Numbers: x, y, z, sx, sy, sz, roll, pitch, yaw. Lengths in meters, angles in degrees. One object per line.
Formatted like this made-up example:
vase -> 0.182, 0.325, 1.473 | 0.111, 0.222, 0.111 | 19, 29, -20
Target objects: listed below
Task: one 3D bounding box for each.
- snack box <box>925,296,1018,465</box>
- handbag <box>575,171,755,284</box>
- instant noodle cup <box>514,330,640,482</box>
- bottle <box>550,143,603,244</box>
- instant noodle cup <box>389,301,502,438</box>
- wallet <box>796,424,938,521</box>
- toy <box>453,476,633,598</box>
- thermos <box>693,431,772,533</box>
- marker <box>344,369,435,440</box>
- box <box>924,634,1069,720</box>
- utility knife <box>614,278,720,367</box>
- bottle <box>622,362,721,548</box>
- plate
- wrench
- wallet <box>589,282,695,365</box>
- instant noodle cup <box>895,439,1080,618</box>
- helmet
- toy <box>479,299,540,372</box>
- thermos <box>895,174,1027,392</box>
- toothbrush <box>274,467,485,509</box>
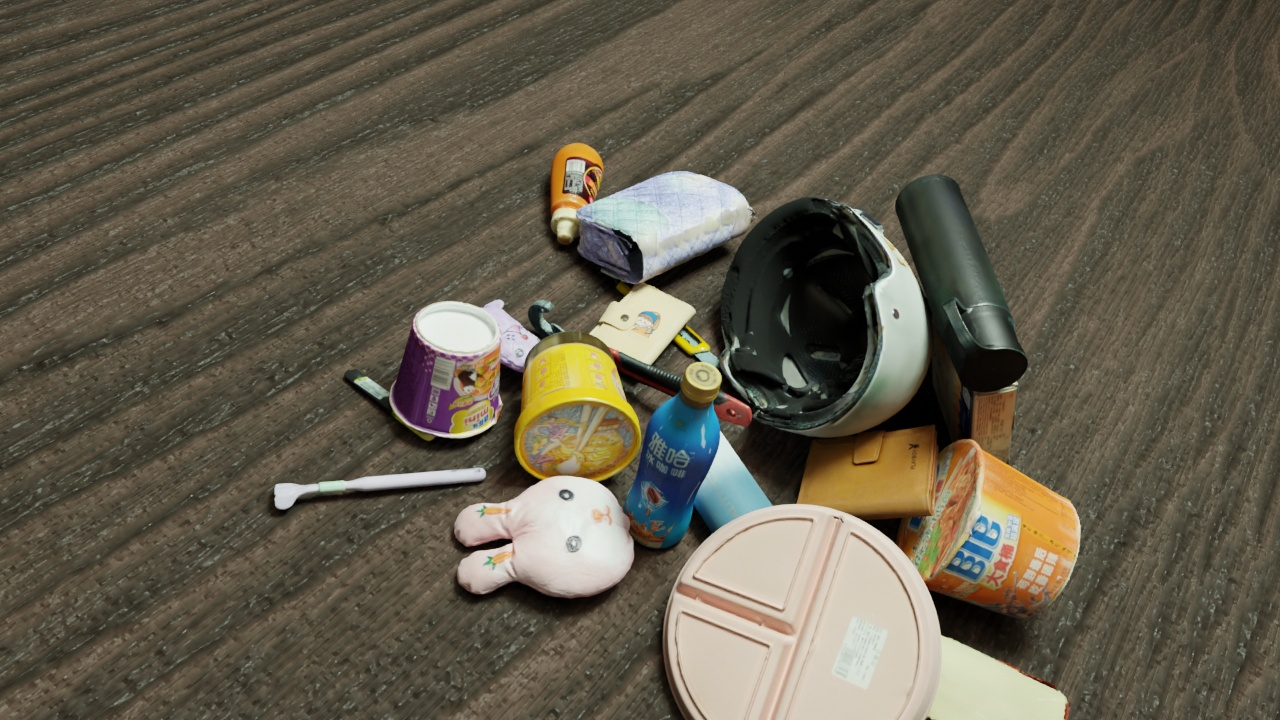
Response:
snack box -> 0.340, 0.018, 0.959 | 0.046, 0.178, 0.182 | -10, 48, 9
handbag -> 0.026, -0.163, 1.113 | 0.193, 0.076, 0.134 | -28, 40, -33
instant noodle cup -> -0.066, 0.042, 0.895 | 0.118, 0.119, 0.114 | 1, 41, -12
bottle -> -0.085, -0.204, 1.148 | 0.067, 0.067, 0.149 | 9, 55, -5
instant noodle cup -> -0.185, 0.003, 0.898 | 0.111, 0.099, 0.111 | 11, 35, -8
wallet -> 0.224, 0.113, 0.903 | 0.132, 0.031, 0.107 | -9, 38, 30
toy -> -0.087, 0.161, 0.823 | 0.159, 0.054, 0.121 | -8, 50, -9
thermos -> 0.093, 0.145, 0.865 | 0.070, 0.070, 0.220 | -16, 53, -25
marker -> -0.251, 0.043, 0.917 | 0.124, 0.015, 0.018 | 32, 49, 20
box -> 0.269, 0.284, 0.773 | 0.168, 0.076, 0.091 | 24, 49, 9
utility knife -> 0.032, -0.048, 1.060 | 0.033, 0.015, 0.181 | -31, 61, -30
bottle -> 0.032, 0.084, 0.802 | 0.065, 0.219, 0.065 | 7, 47, -8
plate -> 0.128, 0.227, 0.755 | 0.230, 0.028, 0.229 | -6, 64, 12
wrench -> -0.006, 0.006, 0.960 | 0.273, 0.056, 0.016 | 26, 50, 21
wallet -> -0.005, -0.037, 1.028 | 0.087, 0.024, 0.115 | 28, 61, 22
instant noodle cup -> 0.323, 0.163, 0.854 | 0.111, 0.152, 0.151 | 24, 47, -2
helmet -> 0.208, -0.034, 0.970 | 0.156, 0.231, 0.273 | 22, 28, -28
toy -> -0.142, -0.025, 0.966 | 0.108, 0.039, 0.083 | 37, 31, 19
thermos -> 0.300, -0.086, 0.878 | 0.090, 0.069, 0.242 | 41, 32, -36
toothbrush -> -0.238, 0.116, 0.851 | 0.189, 0.021, 0.029 | -4, 48, -18
